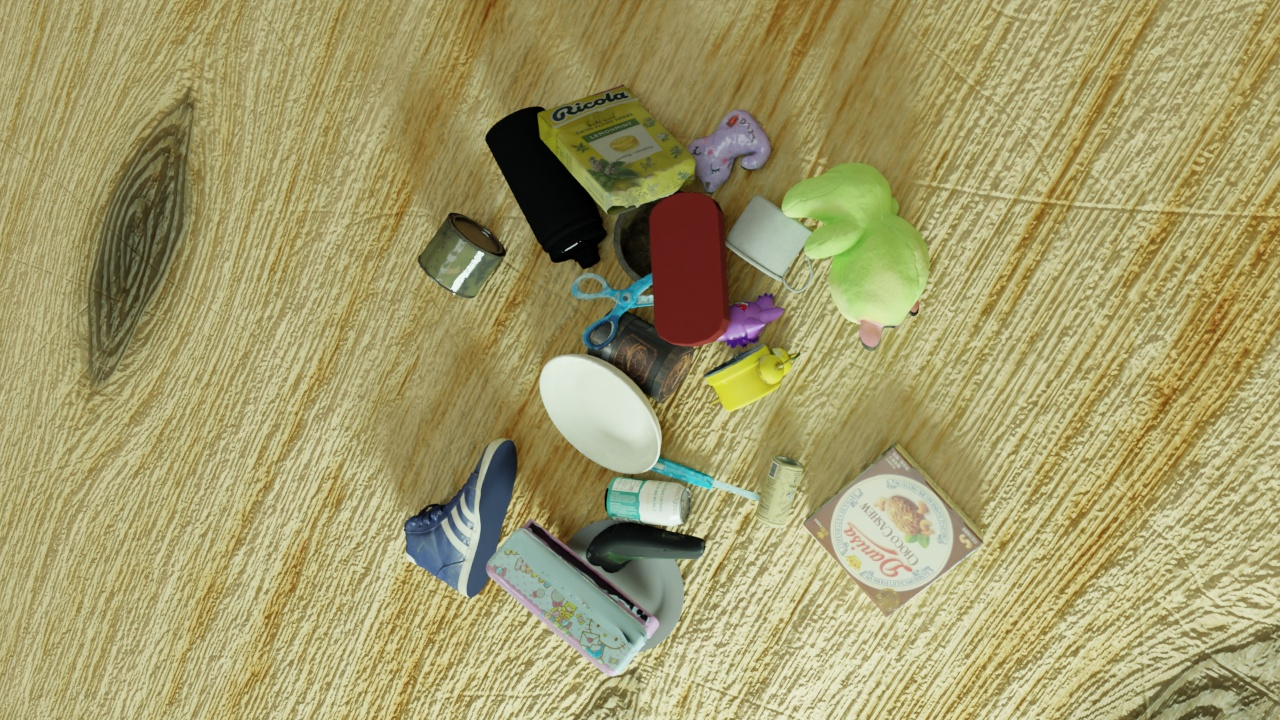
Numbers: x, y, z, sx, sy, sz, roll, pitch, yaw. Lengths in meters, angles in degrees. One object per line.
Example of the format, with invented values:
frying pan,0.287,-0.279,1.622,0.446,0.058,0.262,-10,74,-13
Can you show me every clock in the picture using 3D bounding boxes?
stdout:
clock,0.133,0.014,1.080,0.119,0.083,0.057,-28,90,23

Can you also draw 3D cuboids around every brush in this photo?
brush,0.058,-0.102,1.045,0.082,0.041,0.173,-5,84,22

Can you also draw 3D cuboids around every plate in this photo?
plate,-0.044,0.061,1.140,0.182,0.034,0.183,25,139,24
plate,-0.027,0.295,1.202,0.179,0.012,0.178,2,96,20

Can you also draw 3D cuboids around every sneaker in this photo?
sneaker,-0.250,0.193,1.240,0.118,0.091,0.233,19,109,20

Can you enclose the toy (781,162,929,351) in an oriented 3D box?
toy,0.247,-0.126,0.997,0.197,0.149,0.107,55,139,8

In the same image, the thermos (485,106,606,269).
thermos,-0.111,-0.208,1.148,0.086,0.086,0.198,-30,84,20

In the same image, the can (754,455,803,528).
can,0.166,0.158,1.103,0.038,0.038,0.079,19,101,18

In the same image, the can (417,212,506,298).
can,-0.232,-0.138,1.197,0.090,0.089,0.075,43,107,12

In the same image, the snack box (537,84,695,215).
snack box,-0.028,-0.249,1.067,0.121,0.045,0.181,-24,52,-18

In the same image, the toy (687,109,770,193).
toy,0.104,-0.246,1.091,0.100,0.036,0.080,-41,79,17

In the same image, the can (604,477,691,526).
can,0.009,0.178,1.155,0.102,0.054,0.055,3,96,20

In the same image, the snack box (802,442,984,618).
snack box,0.290,0.195,1.059,0.147,0.041,0.143,-45,80,18

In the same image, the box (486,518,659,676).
box,-0.086,0.299,1.151,0.214,0.090,0.091,36,74,14

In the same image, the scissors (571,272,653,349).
scissors,-0.021,-0.061,1.095,0.140,0.013,0.118,1,78,18

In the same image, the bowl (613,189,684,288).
bowl,0.034,-0.147,1.115,0.121,0.056,0.121,2,95,20

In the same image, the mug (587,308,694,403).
mug,-0.007,0.006,1.136,0.107,0.079,0.116,31,115,17

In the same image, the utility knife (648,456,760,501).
utility knife,0.071,0.150,1.149,0.167,0.015,0.022,18,101,20

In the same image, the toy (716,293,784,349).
toy,0.119,-0.041,1.078,0.106,0.088,0.056,-15,96,21

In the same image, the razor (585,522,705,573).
razor,0.007,0.239,1.154,0.151,0.053,0.067,1,109,13

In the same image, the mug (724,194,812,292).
mug,0.159,-0.134,1.060,0.113,0.084,0.070,34,103,-1
